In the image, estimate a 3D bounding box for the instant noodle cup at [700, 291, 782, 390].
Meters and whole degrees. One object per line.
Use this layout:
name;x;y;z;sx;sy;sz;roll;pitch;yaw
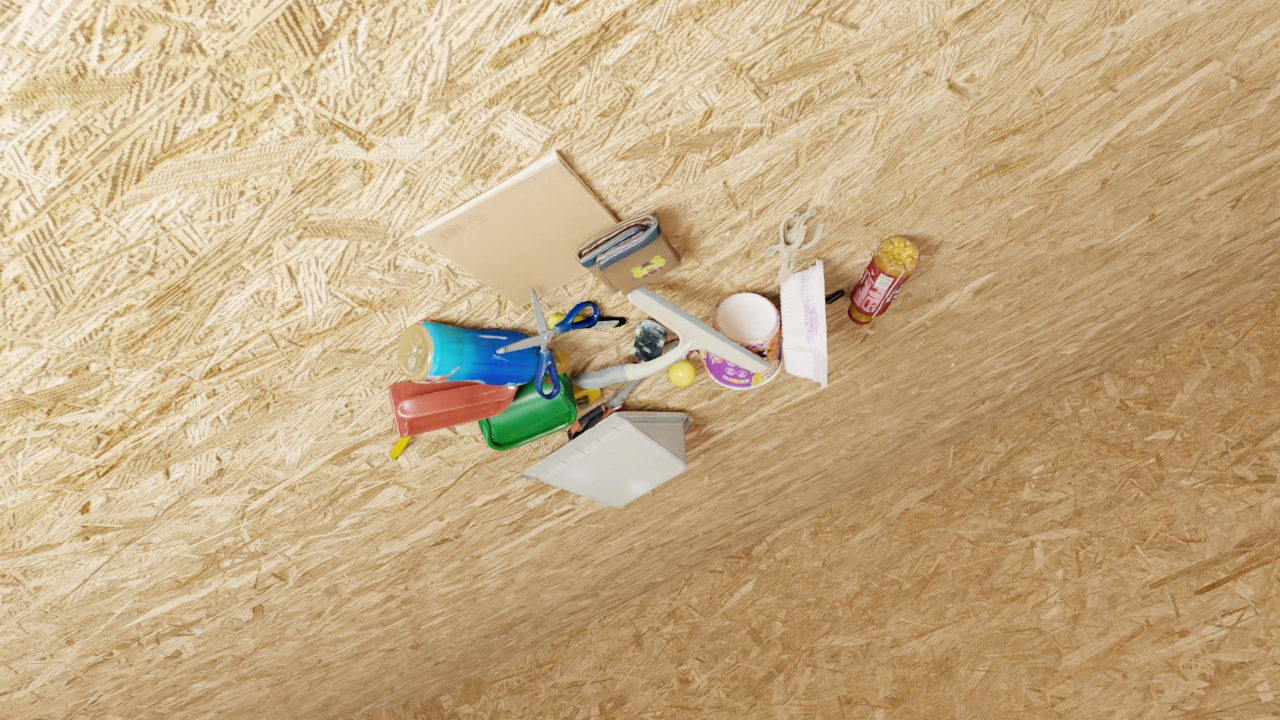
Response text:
instant noodle cup;0.139;-0.030;1.224;0.111;0.111;0.099;-19;151;-10

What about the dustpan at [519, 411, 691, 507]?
dustpan;-0.034;0.136;1.533;0.223;0.142;0.257;-34;131;29

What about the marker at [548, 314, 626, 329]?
marker;-0.062;-0.047;1.102;0.124;0.015;0.018;-3;144;-47

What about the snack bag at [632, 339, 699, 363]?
snack bag;0.034;-0.006;1.272;0.105;0.026;0.045;-20;162;-2

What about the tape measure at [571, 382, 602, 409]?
tape measure;-0.082;0.048;1.279;0.060;0.029;0.057;-21;159;-4

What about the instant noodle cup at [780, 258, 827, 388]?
instant noodle cup;0.223;-0.047;1.249;0.060;0.137;0.173;-2;161;9

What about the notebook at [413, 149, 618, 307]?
notebook;-0.103;-0.118;0.898;0.150;0.012;0.211;-26;158;11

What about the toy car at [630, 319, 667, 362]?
toy car;0.014;-0.025;1.191;0.034;0.043;0.091;-58;170;-24

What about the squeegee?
squeegee;-0.007;0.007;1.163;0.247;0.039;0.246;-20;144;40

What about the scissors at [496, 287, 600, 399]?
scissors;-0.101;-0.021;1.029;0.175;0.012;0.163;-32;140;-46

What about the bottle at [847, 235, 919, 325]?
bottle;0.337;-0.106;1.297;0.057;0.057;0.175;-18;158;-14

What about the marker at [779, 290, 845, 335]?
marker;0.246;-0.069;1.355;0.124;0.015;0.018;-32;158;15

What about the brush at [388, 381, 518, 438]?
brush;-0.216;0.046;1.075;0.145;0.063;0.069;-11;179;-21

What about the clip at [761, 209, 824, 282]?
clip;0.178;-0.137;1.090;0.034;0.076;0.101;-11;155;-29

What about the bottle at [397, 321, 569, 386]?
bottle;-0.165;-0.003;1.028;0.065;0.065;0.218;-38;154;32

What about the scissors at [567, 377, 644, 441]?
scissors;-0.031;0.066;1.392;0.210;0.015;0.177;-27;157;11

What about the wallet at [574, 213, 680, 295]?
wallet;-0.010;-0.107;0.959;0.090;0.033;0.115;-26;163;8

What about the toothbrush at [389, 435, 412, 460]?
toothbrush;-0.286;0.083;1.176;0.015;0.016;0.191;-5;152;-37

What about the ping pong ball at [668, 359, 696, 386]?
ping pong ball;0.061;0.018;1.336;0.040;0.040;0.040;-20;158;-8

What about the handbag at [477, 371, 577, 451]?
handbag;-0.150;0.053;1.186;0.131;0.068;0.120;-20;150;-4
